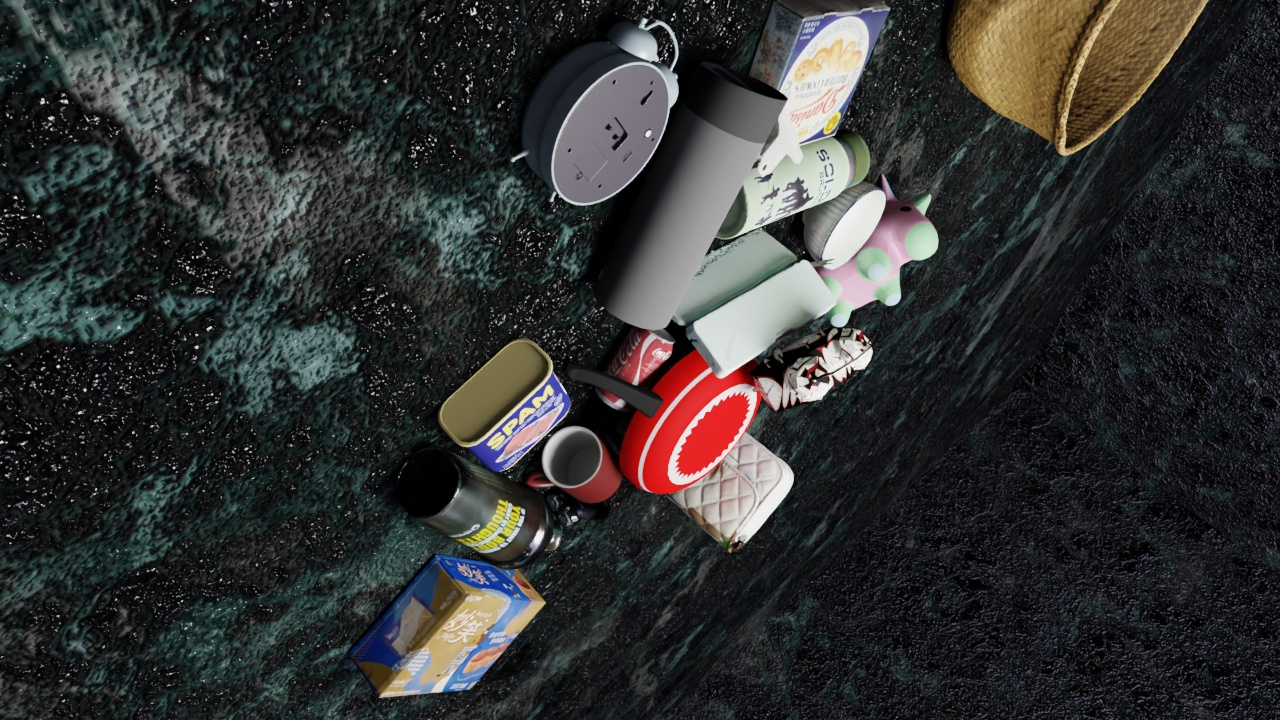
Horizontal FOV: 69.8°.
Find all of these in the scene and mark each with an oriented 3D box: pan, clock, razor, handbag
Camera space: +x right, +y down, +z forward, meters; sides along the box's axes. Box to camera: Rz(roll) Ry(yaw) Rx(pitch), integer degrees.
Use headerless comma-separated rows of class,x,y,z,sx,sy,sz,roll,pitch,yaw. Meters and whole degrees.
pan,0.029,0.055,1.015,0.209,0.067,0.355,-54,151,8
clock,0.185,0.000,0.995,0.114,0.065,0.155,-32,-174,-23
razor,-0.078,0.193,1.191,0.067,0.054,0.151,-39,162,3
clock,-0.027,-0.195,0.718,0.159,0.045,0.122,-50,155,1
handbag,0.094,0.144,1.221,0.139,0.195,0.072,-51,149,-3

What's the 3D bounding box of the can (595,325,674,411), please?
can,-0.006,0.006,1.025,0.097,0.054,0.054,-56,154,16

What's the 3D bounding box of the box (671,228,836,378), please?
box,0.115,-0.072,1.010,0.196,0.134,0.041,-29,165,-35

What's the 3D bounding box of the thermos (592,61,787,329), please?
thermos,0.041,-0.149,0.845,0.082,0.082,0.241,-12,137,-51

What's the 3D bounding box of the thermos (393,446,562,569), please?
thermos,-0.166,0.154,0.947,0.098,0.098,0.221,-47,151,-3

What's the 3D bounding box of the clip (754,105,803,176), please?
clip,0.128,-0.199,0.864,0.058,0.050,0.102,-58,152,-6

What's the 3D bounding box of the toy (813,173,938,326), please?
toy,0.301,-0.140,1.248,0.223,0.170,0.120,-26,124,23

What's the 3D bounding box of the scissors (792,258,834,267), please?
scissors,0.159,-0.111,1.095,0.171,0.012,0.121,-26,147,8

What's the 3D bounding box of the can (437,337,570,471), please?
can,-0.127,0.047,0.889,0.116,0.056,0.092,-43,156,-10

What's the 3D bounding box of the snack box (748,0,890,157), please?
snack box,0.163,-0.281,0.898,0.144,0.042,0.145,-24,145,-39

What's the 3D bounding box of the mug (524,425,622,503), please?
mug,-0.082,0.128,1.073,0.106,0.073,0.082,-20,156,8

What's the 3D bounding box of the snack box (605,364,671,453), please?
snack box,0.022,0.072,1.143,0.121,0.072,0.072,-50,155,2

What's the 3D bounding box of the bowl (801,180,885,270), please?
bowl,0.244,-0.179,1.148,0.117,0.062,0.118,-36,152,-23

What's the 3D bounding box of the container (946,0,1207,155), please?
container,0.513,-0.427,1.069,0.306,0.196,0.308,-35,152,-22

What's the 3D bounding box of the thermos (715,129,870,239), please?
thermos,0.155,-0.192,0.976,0.230,0.082,0.082,-26,147,-39

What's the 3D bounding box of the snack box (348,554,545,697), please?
snack box,-0.225,0.321,1.106,0.155,0.069,0.202,-49,155,0
